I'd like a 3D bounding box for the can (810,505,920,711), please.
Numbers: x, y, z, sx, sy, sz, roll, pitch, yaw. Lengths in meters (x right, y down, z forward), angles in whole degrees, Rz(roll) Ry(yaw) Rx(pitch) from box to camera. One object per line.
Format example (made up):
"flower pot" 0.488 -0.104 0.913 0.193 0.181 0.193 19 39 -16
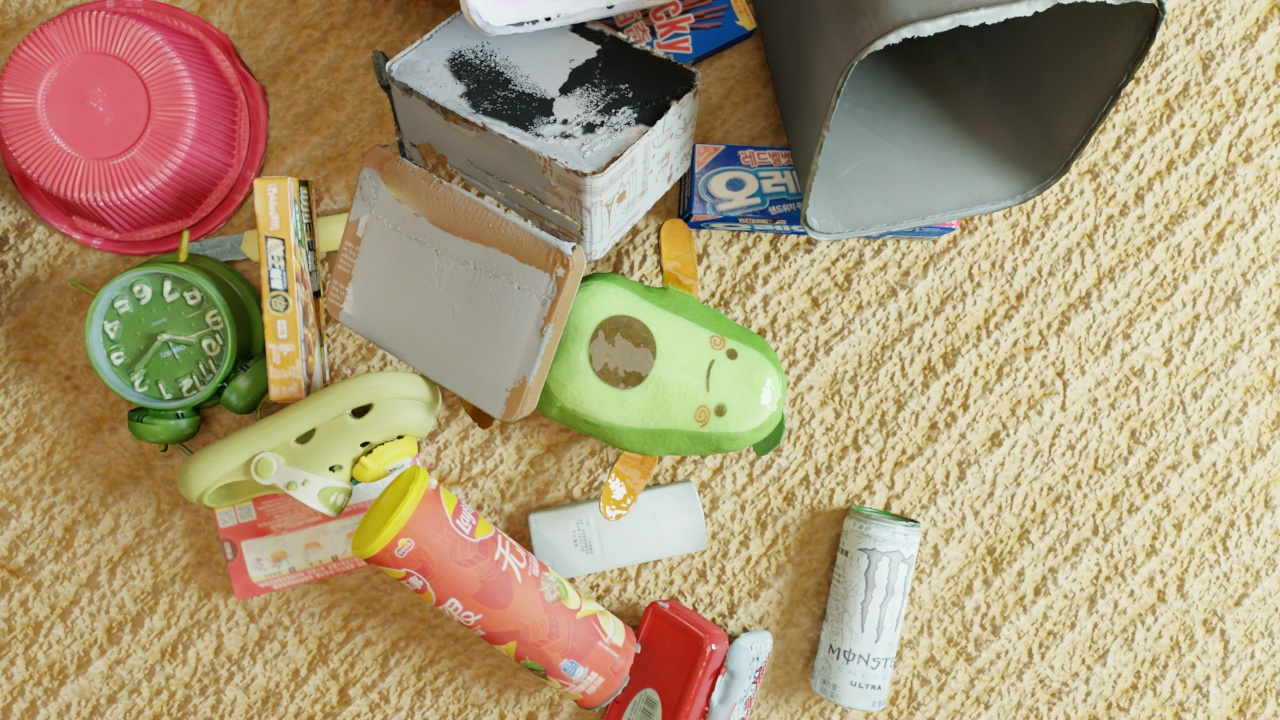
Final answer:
"can" 0.174 0.189 0.707 0.058 0.058 0.146 12 90 -5

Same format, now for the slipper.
"slipper" -0.223 0.073 0.642 0.190 0.092 0.081 -22 77 -1

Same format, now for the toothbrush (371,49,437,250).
"toothbrush" -0.172 -0.145 0.690 0.014 0.016 0.189 -16 87 -5

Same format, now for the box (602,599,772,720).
"box" 0.032 0.292 0.704 0.101 0.095 0.201 20 90 -46

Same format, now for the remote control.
"remote control" -0.017 0.132 0.711 0.135 0.019 0.056 -12 92 -4

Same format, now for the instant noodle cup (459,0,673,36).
"instant noodle cup" -0.054 -0.291 0.589 0.173 0.060 0.138 -22 122 -27

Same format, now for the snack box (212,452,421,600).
"snack box" -0.235 0.123 0.691 0.153 0.025 0.075 -14 92 -4

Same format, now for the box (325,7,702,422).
"box" -0.093 -0.112 0.612 0.179 0.130 0.272 30 86 18

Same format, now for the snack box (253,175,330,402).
"snack box" -0.247 -0.052 0.652 0.026 0.075 0.154 -2 100 -6

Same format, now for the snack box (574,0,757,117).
"snack box" 0.002 -0.257 0.702 0.157 0.026 0.084 -27 93 -3

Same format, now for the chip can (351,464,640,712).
"chip can" -0.099 0.165 0.652 0.216 0.073 0.073 43 87 -22

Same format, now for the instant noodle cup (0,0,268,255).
"instant noodle cup" -0.375 -0.175 0.657 0.194 0.066 0.194 0 90 -5

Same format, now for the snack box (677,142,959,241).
"snack box" 0.134 -0.126 0.700 0.207 0.057 0.058 2 88 -4

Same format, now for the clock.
"clock" -0.328 -0.003 0.662 0.116 0.056 0.161 -24 98 2

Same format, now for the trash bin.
"trash bin" 0.179 -0.230 0.609 0.199 0.199 0.219 -11 64 -6

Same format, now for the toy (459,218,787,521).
"toy" -0.004 0.004 0.675 0.247 0.090 0.227 13 91 0

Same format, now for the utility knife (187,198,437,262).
"utility knife" -0.246 -0.096 0.690 0.195 0.020 0.031 -11 86 -11
